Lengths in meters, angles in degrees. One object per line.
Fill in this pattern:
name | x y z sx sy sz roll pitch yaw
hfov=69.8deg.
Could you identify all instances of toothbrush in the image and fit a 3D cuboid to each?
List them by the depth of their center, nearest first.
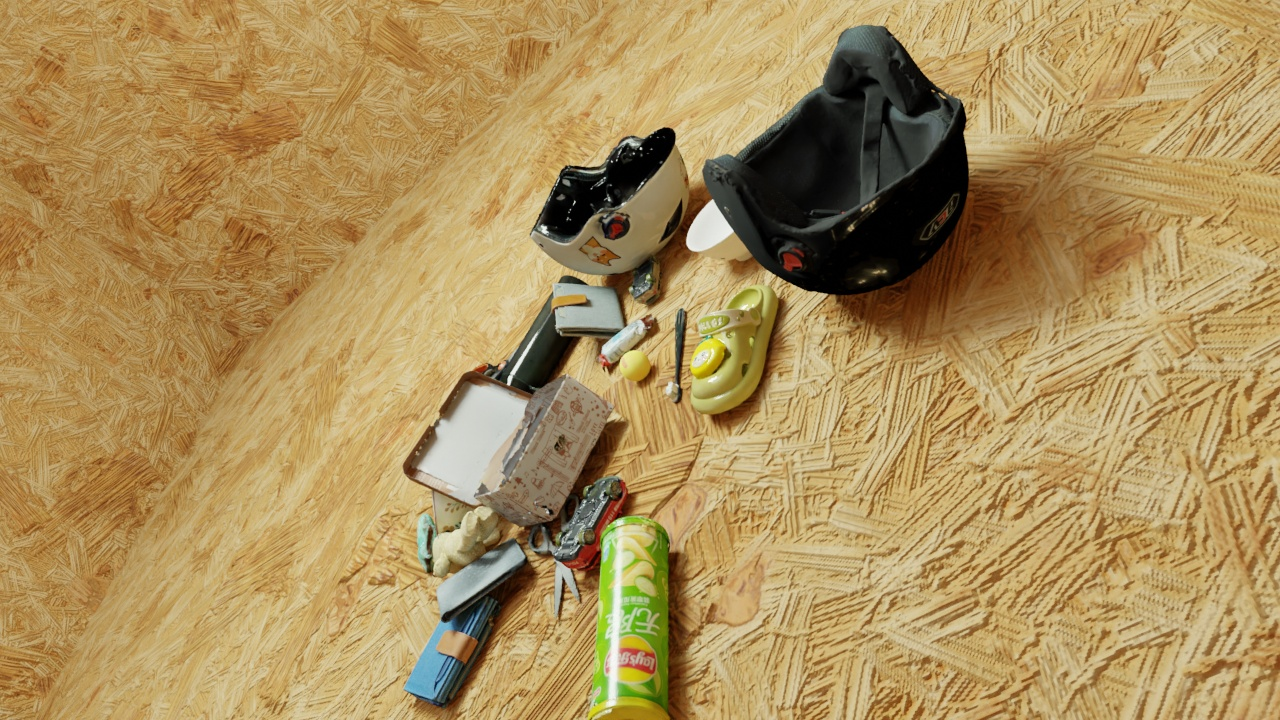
toothbrush | 0.047 -0.012 1.176 0.016 0.018 0.180 -35 28 30

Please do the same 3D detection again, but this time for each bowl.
bowl | 0.126 -0.170 1.208 0.118 0.064 0.118 -35 31 24
bowl | -0.258 0.197 1.282 0.062 0.114 0.113 -8 26 -12

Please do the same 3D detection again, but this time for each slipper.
slipper | 0.096 -0.025 1.051 0.092 0.081 0.190 -21 35 46

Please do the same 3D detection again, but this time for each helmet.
helmet | 0.208 -0.176 0.918 0.233 0.230 0.275 -45 34 -7
helmet | -0.029 -0.223 1.409 0.275 0.157 0.229 -21 35 26

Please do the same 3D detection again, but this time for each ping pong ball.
ping pong ball | -0.007 0.007 1.202 0.040 0.040 0.040 -36 30 24

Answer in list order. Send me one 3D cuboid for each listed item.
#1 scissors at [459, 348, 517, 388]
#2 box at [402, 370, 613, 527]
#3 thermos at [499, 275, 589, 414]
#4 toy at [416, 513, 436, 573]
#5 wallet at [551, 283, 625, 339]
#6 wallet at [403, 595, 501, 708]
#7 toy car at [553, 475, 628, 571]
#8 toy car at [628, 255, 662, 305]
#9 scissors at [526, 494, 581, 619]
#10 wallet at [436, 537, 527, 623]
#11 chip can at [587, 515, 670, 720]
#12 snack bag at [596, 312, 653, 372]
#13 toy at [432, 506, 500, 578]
scissors | -0.250 0.020 1.565 0.220 0.021 0.225 -57 27 -14
box | -0.169 0.111 1.203 0.273 0.130 0.178 4 55 40
thermos | -0.143 -0.015 1.417 0.090 0.068 0.242 13 64 35
toy | -0.304 0.257 1.310 0.091 0.030 0.097 -114 30 -50
wallet | -0.079 -0.078 1.361 0.129 0.106 0.037 -102 19 -57
wallet | -0.227 0.343 1.098 0.107 0.040 0.132 -16 41 54
toy car | -0.053 0.184 1.035 0.053 0.045 0.120 -14 37 45
toy car | 0.010 -0.118 1.345 0.042 0.035 0.090 -32 31 27
scissors | -0.094 0.224 1.078 0.163 0.014 0.165 -9 47 53
wallet | -0.195 0.266 1.120 0.120 0.019 0.097 -35 14 -10
chip can | -0.008 0.245 0.859 0.073 0.072 0.220 -35 30 26
snack bag | -0.022 -0.027 1.285 0.105 0.026 0.045 -41 19 13
toy | -0.229 0.233 1.183 0.104 0.066 0.158 -39 -7 -41
